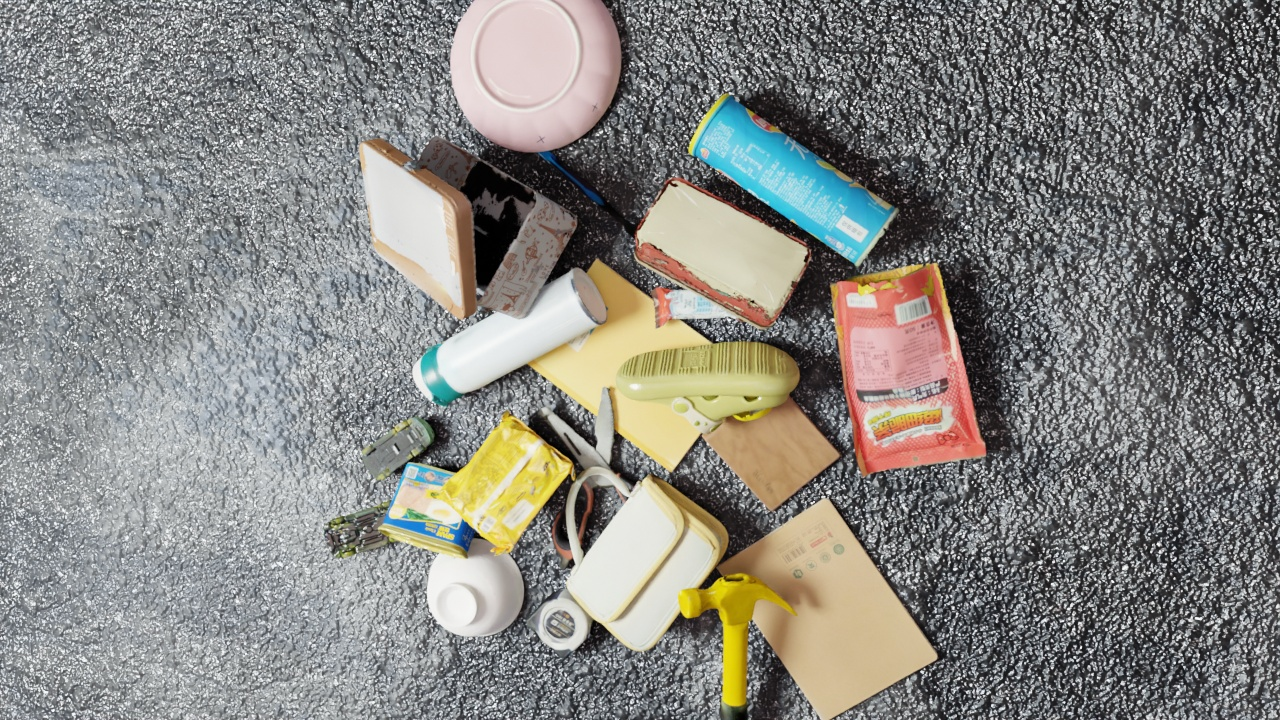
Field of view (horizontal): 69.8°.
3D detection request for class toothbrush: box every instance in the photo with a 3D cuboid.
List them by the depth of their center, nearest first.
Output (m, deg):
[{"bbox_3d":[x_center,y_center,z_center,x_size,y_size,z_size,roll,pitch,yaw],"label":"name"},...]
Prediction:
[{"bbox_3d":[-0.061,-0.189,1.001,0.189,0.016,0.014,41,107,7],"label":"toothbrush"}]

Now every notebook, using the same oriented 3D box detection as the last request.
[{"bbox_3d":[0.201,0.273,0.998,0.148,0.008,0.207,-35,88,13],"label":"notebook"},{"bbox_3d":[-0.006,0.006,1.010,0.206,0.010,0.146,36,102,6],"label":"notebook"}]

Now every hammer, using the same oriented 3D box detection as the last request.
[{"bbox_3d":[0.102,0.368,0.991,0.128,0.033,0.301,-6,107,-20],"label":"hammer"}]

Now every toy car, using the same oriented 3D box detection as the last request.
[{"bbox_3d":[-0.279,0.101,1.060,0.091,0.036,0.043,-34,90,12],"label":"toy car"},{"bbox_3d":[-0.319,0.197,1.081,0.105,0.032,0.048,-18,92,1],"label":"toy car"}]

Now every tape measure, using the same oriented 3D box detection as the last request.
[{"bbox_3d":[-0.086,0.296,1.044,0.066,0.033,0.066,46,104,2],"label":"tape measure"}]

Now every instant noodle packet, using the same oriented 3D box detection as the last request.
[{"bbox_3d":[-0.146,0.134,0.993,0.111,0.044,0.128,37,73,13],"label":"instant noodle packet"}]

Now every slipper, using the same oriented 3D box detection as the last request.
[{"bbox_3d":[0.070,0.030,0.958,0.191,0.091,0.082,-2,120,12],"label":"slipper"}]

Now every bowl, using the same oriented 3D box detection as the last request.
[{"bbox_3d":[-0.199,0.270,1.048,0.118,0.064,0.118,1,97,11],"label":"bowl"}]

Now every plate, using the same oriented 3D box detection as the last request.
[{"bbox_3d":[-0.118,-0.322,0.979,0.192,0.039,0.192,1,93,11],"label":"plate"}]

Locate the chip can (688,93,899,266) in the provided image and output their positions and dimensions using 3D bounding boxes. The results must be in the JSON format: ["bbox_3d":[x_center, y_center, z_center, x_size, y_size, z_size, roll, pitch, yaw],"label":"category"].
[{"bbox_3d":[0.154,-0.183,0.929,0.210,0.071,0.071,35,101,5],"label":"chip can"}]

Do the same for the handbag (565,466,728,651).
[{"bbox_3d":[-0.016,0.203,0.993,0.179,0.063,0.163,37,101,7],"label":"handbag"}]

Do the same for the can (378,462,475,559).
[{"bbox_3d":[-0.230,0.168,1.033,0.102,0.057,0.083,14,68,9],"label":"can"}]

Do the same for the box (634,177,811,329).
[{"bbox_3d":[0.081,-0.110,0.933,0.168,0.078,0.091,29,78,7],"label":"box"}]

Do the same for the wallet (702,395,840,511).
[{"bbox_3d":[0.141,0.091,0.987,0.101,0.020,0.115,-43,89,14],"label":"wallet"}]

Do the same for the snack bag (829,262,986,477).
[{"bbox_3d":[0.267,0.011,0.933,0.129,0.073,0.208,-12,99,16],"label":"snack bag"}]

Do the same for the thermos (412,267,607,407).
[{"bbox_3d":[-0.148,-0.023,1.002,0.225,0.073,0.073,-27,90,18],"label":"thermos"}]

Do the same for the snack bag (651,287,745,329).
[{"bbox_3d":[0.064,-0.060,0.978,0.104,0.026,0.048,-5,79,4],"label":"snack bag"}]

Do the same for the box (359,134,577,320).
[{"bbox_3d":[-0.199,-0.141,0.923,0.182,0.166,0.150,34,96,31],"label":"box"}]

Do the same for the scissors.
[{"bbox_3d":[-0.039,0.141,1.024,0.189,0.015,0.225,16,102,8],"label":"scissors"}]
